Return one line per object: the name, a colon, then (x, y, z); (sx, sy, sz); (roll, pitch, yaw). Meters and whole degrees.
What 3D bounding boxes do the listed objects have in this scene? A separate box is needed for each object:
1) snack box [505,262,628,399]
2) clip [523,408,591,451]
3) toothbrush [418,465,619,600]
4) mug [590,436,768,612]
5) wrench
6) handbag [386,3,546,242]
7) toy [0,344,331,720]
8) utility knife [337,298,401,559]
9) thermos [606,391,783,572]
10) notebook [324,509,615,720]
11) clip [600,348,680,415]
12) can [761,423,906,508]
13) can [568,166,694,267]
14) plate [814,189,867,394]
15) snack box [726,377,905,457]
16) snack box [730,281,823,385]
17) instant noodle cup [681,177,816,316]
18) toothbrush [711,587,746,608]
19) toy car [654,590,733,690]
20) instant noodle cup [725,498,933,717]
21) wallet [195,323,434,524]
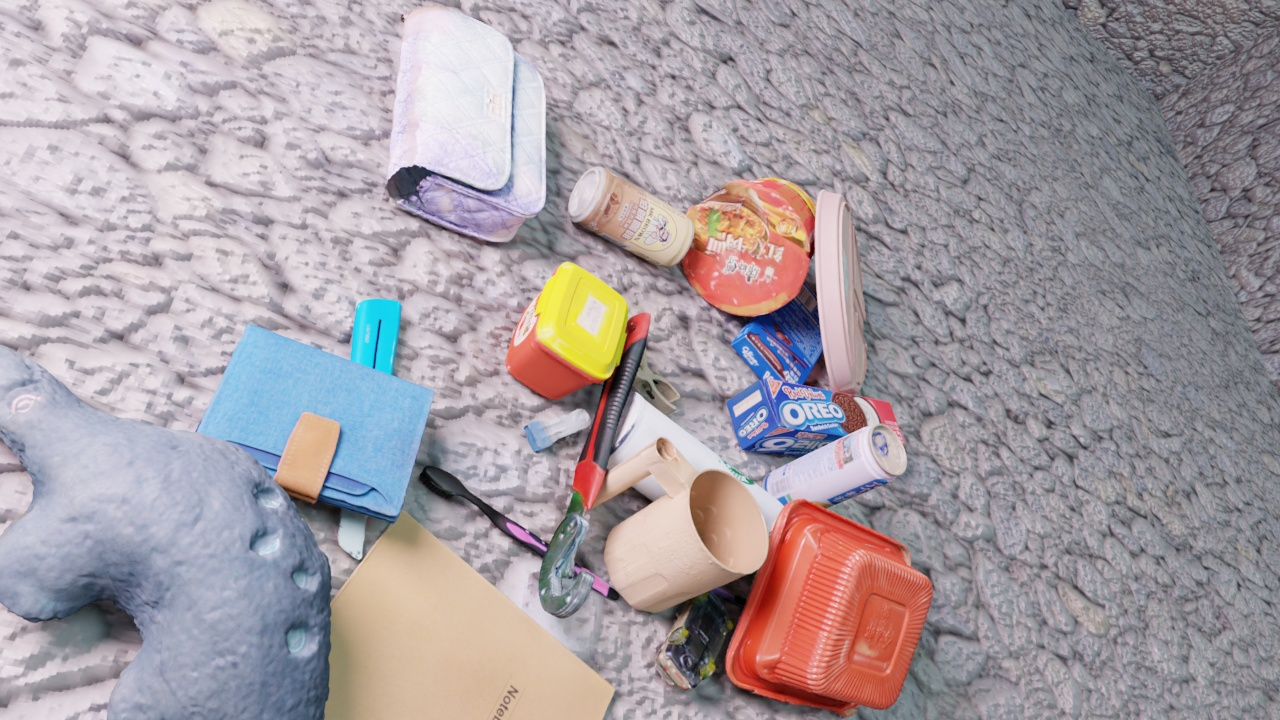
snack box: (-0.061, -0.019, 0.749); (0.082, 0.080, 0.091); (34, 46, -22)
clip: (-0.066, 0.056, 0.743); (0.057, 0.031, 0.025); (-13, 72, -42)
toothbrush: (-0.087, 0.132, 0.683); (0.189, 0.018, 0.014); (39, 45, -23)
mug: (0.020, 0.128, 0.710); (0.124, 0.104, 0.084); (47, 38, -8)
wrench: (-0.032, 0.070, 0.712); (0.016, 0.056, 0.272); (38, 48, -29)
handbag: (-0.147, -0.205, 0.791); (0.134, 0.076, 0.193); (18, 53, -34)
toy: (-0.247, 0.118, 0.493); (0.137, 0.092, 0.356); (-32, 87, -21)
utility knife: (-0.191, 0.041, 0.638); (0.034, 0.018, 0.198); (20, 54, -34)
thermos: (0.062, 0.114, 0.787); (0.224, 0.073, 0.073); (37, 45, -20)
notebook: (-0.118, 0.215, 0.602); (0.207, 0.008, 0.147); (44, 43, -13)
clip: (-0.005, -0.001, 0.826); (0.103, 0.035, 0.092); (21, 53, -38)
can: (0.178, 0.106, 0.851); (0.053, 0.135, 0.053); (22, 52, -31)
can: (-0.009, -0.138, 0.890); (0.116, 0.059, 0.058); (24, 51, -30)
plate: (0.220, -0.071, 0.995); (0.229, 0.028, 0.229); (-4, 90, -70)
snack box: (0.182, 0.066, 0.940); (0.207, 0.058, 0.057); (11, 55, -38)
snack box: (0.160, -0.029, 1.002); (0.084, 0.026, 0.156); (49, 42, -7)
instant noodle cup: (0.124, -0.126, 0.958); (0.138, 0.138, 0.108); (54, 33, -2)
toothbrush: (0.114, 0.223, 0.809); (0.189, 0.014, 0.016); (30, 40, -26)
toy car: (0.042, 0.219, 0.729); (0.042, 0.035, 0.090); (53, 35, -6)
instant noodle cup: (0.172, 0.218, 0.772); (0.188, 0.079, 0.164); (26, 81, -36)
wallet: (-0.208, 0.041, 0.594); (0.133, 0.040, 0.106); (22, 52, -18)
